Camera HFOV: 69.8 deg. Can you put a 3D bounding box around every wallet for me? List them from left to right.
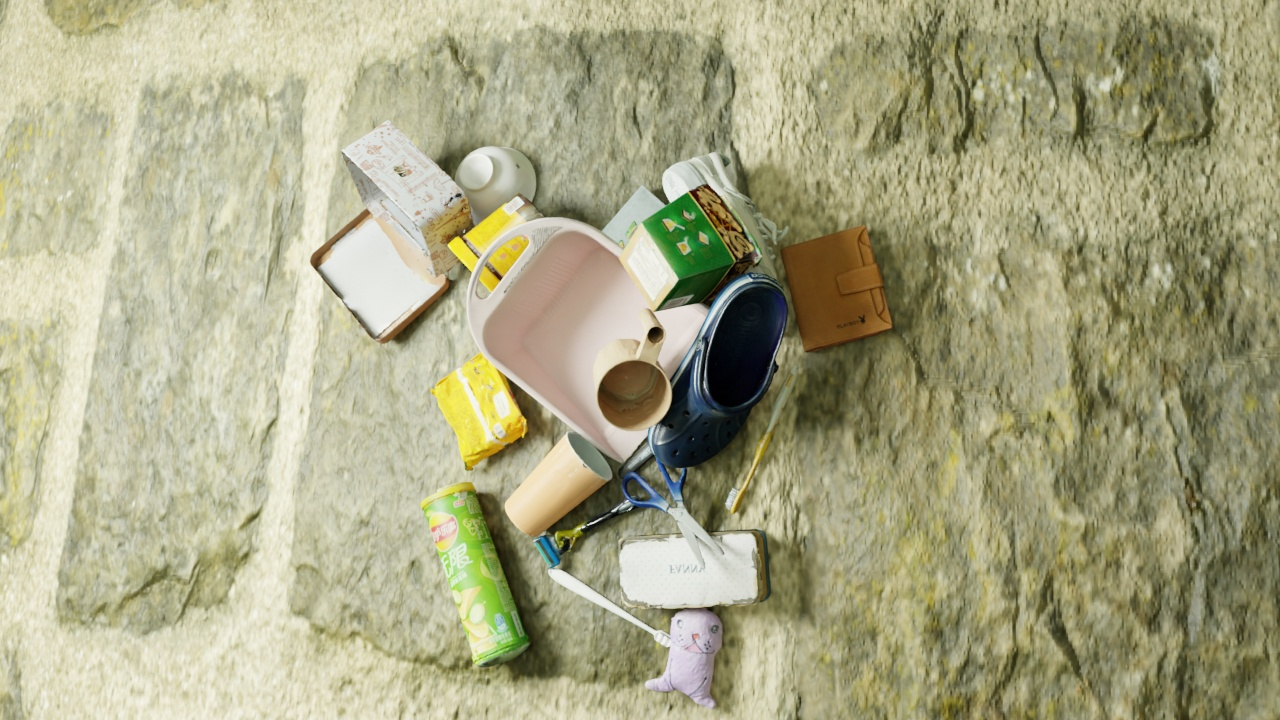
[{"bbox_3d":[-0.005,-0.142,1.161,0.106,0.037,0.130,44,95,20],"label":"wallet"},{"bbox_3d":[0.230,-0.084,1.081,0.108,0.031,0.131,-14,77,16],"label":"wallet"}]

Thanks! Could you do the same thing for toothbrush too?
[{"bbox_3d":[-0.038,0.296,1.105,0.180,0.016,0.016,26,87,20],"label":"toothbrush"},{"bbox_3d":[0.144,0.092,1.085,0.018,0.016,0.191,23,89,28],"label":"toothbrush"}]

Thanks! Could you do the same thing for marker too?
[{"bbox_3d":[0.019,0.102,1.122,0.124,0.015,0.018,-42,67,8],"label":"marker"}]

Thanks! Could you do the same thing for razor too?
[{"bbox_3d":[-0.061,0.202,1.126,0.143,0.022,0.042,-31,99,7],"label":"razor"}]

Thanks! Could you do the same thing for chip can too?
[{"bbox_3d":[-0.204,0.265,1.134,0.073,0.072,0.221,-27,73,11],"label":"chip can"}]

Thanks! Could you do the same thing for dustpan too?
[{"bbox_3d":[-0.065,-0.032,1.085,0.273,0.138,0.223,39,98,13],"label":"dustpan"}]

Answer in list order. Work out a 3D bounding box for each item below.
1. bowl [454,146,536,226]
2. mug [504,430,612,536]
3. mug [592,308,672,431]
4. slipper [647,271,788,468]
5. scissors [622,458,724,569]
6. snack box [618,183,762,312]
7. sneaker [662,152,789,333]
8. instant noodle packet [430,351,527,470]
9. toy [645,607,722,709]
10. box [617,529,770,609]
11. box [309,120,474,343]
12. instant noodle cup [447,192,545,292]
[{"bbox_3d":[-0.206,-0.241,1.227,0.118,0.064,0.118,-3,80,17],"label":"bowl"},{"bbox_3d":[-0.104,0.155,1.123,0.123,0.078,0.078,-43,71,12],"label":"mug"},{"bbox_3d":[-0.006,0.006,1.044,0.084,0.103,0.125,17,103,-11],"label":"mug"},{"bbox_3d":[0.097,0.025,1.030,0.105,0.095,0.253,19,111,-16],"label":"slipper"},{"bbox_3d":[0.048,0.166,1.066,0.171,0.012,0.140,14,58,32],"label":"scissors"},{"bbox_3d":[0.047,-0.117,1.033,0.105,0.118,0.117,-26,77,-29],"label":"snack box"},{"bbox_3d":[0.123,-0.142,1.102,0.090,0.090,0.242,-27,83,-19],"label":"sneaker"},{"bbox_3d":[-0.205,0.063,1.184,0.111,0.044,0.128,-34,69,16],"label":"instant noodle packet"},{"bbox_3d":[0.057,0.336,1.055,0.084,0.039,0.108,13,85,4],"label":"toy"},{"bbox_3d":[0.067,0.240,1.062,0.184,0.059,0.089,-4,80,15],"label":"box"},{"bbox_3d":[-0.340,-0.174,1.207,0.226,0.156,0.180,-42,71,-3],"label":"box"},{"bbox_3d":[-0.165,-0.142,1.173,0.114,0.118,0.118,-44,71,-2],"label":"instant noodle cup"}]
